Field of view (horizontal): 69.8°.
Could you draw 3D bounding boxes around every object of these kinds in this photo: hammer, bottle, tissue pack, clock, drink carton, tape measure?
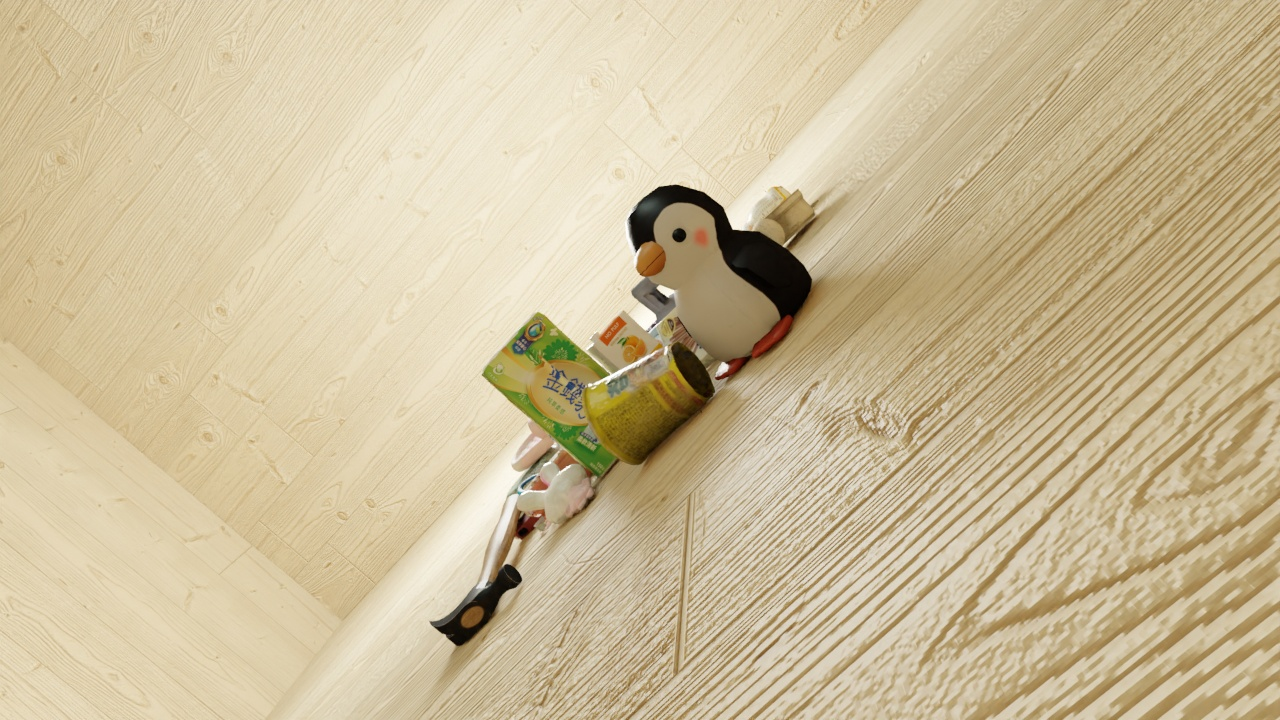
[{"bbox_3d":[-0.183,0.244,1.146,0.132,0.040,0.305,-45,10,11],"label":"hammer"},{"bbox_3d":[0.194,-0.214,1.410,0.109,0.063,0.063,-47,5,16],"label":"bottle"},{"bbox_3d":[-0.086,0.039,1.084,0.120,0.197,0.141,-55,4,-8],"label":"tissue pack"},{"bbox_3d":[0.188,-0.177,1.241,0.093,0.054,0.140,-42,0,42],"label":"clock"},{"bbox_3d":[-0.003,0.000,1.101,0.058,0.122,0.040,-49,6,-16],"label":"drink carton"},{"bbox_3d":[-0.147,0.215,1.255,0.052,0.019,0.058,-39,17,48],"label":"tape measure"}]

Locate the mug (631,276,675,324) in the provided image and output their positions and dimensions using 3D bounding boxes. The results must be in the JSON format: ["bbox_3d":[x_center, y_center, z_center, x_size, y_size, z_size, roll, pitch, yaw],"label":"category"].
[{"bbox_3d":[0.067,-0.079,1.125,0.104,0.124,0.083,-42,16,36],"label":"mug"}]

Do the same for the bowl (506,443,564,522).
[{"bbox_3d":[-0.163,0.187,1.465,0.157,0.038,0.157,-47,5,6],"label":"bowl"}]

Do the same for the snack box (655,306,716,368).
[{"bbox_3d":[0.083,-0.050,1.048,0.026,0.082,0.150,8,-41,-42],"label":"snack box"}]

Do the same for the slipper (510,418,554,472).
[{"bbox_3d":[-0.145,0.090,1.433,0.222,0.055,0.106,-52,12,32],"label":"slipper"}]

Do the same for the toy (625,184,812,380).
[{"bbox_3d":[0.071,-0.099,0.906,0.139,0.184,0.159,-50,6,-32],"label":"toy"}]

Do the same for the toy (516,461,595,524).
[{"bbox_3d":[-0.091,0.157,1.081,0.126,0.037,0.075,1,54,49],"label":"toy"}]

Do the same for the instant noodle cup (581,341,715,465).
[{"bbox_3d":[0.011,0.038,0.926,0.108,0.102,0.102,-36,10,23],"label":"instant noodle cup"}]

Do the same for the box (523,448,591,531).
[{"bbox_3d":[-0.086,0.132,1.182,0.186,0.055,0.076,-49,-27,-25],"label":"box"}]

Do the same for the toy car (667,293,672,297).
[{"bbox_3d":[0.084,-0.104,1.473,0.092,0.037,0.040,-10,19,20],"label":"toy car"}]

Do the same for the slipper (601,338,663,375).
[{"bbox_3d":[-0.008,0.008,1.288,0.239,0.064,0.094,-154,85,-78],"label":"slipper"}]

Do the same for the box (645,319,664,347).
[{"bbox_3d":[-0.015,0.021,1.410,0.214,0.062,0.139,-47,9,16],"label":"box"}]

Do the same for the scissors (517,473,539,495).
[{"bbox_3d":[-0.116,0.153,1.279,0.113,0.013,0.140,-6,35,36],"label":"scissors"}]
